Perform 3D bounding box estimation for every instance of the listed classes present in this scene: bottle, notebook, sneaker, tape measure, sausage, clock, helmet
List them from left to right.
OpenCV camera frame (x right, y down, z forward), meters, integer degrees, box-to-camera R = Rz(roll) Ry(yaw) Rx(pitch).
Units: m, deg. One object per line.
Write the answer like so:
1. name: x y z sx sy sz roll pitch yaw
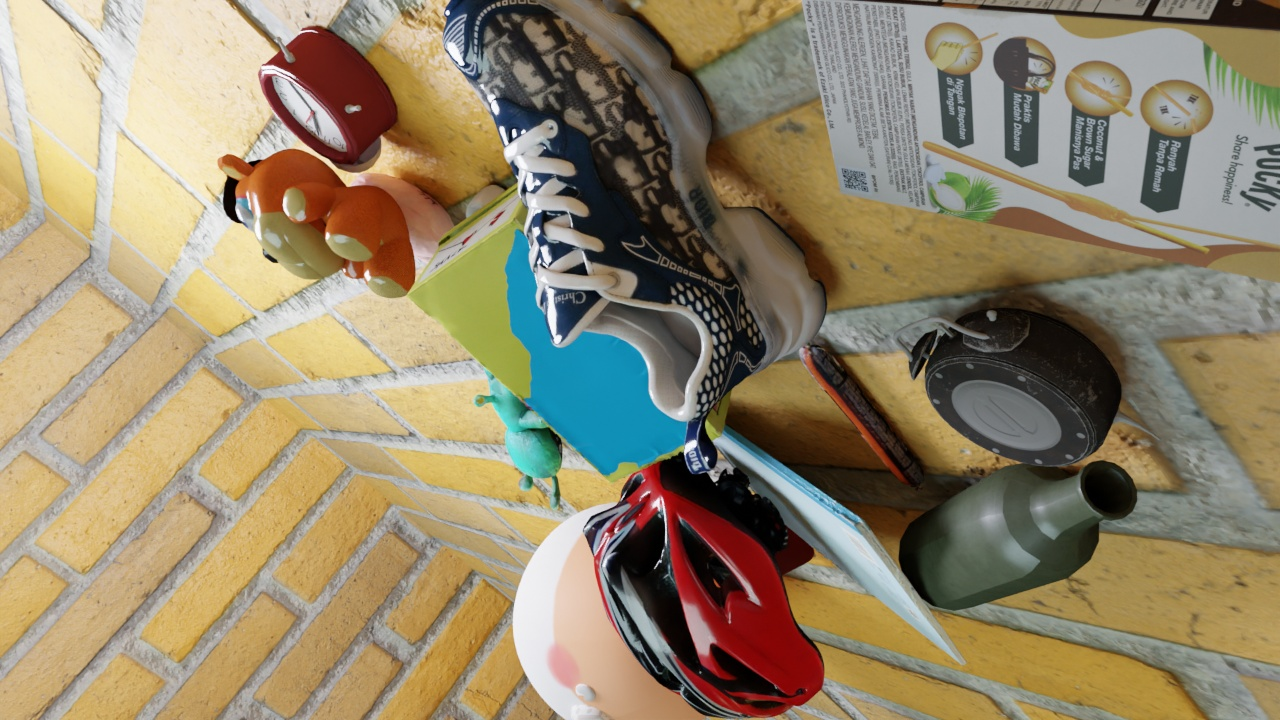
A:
1. clock: -0.236 -0.192 0.692 0.096 0.048 0.138 41 156 -9
2. sneaker: -0.018 -0.068 0.480 0.269 0.132 0.103 49 146 -19
3. helmet: 0.060 0.202 0.796 0.272 0.167 0.217 59 176 -32
4. tape measure: 0.133 0.180 0.888 0.051 0.059 0.019 63 163 15
5. notebook: 0.133 0.124 0.727 0.181 0.009 0.253 50 172 -31
6. sausage: 0.151 0.039 0.617 0.155 0.020 0.020 47 156 -24
7. bottle: 0.229 0.106 0.566 0.071 0.071 0.207 34 158 7
8. clock: 0.190 0.008 0.467 0.123 0.043 0.091 40 158 -8

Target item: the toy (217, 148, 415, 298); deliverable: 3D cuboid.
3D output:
1. toy: -0.252 -0.112 0.713 0.176 0.096 0.112 36 169 25

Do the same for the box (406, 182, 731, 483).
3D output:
1. box: -0.042 -0.018 0.661 0.125 0.079 0.221 -29 119 35

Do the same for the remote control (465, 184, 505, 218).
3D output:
1. remote control: -0.082 -0.087 0.700 0.114 0.028 0.060 40 158 -11

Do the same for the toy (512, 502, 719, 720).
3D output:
1. toy: -0.002 0.296 1.034 0.282 0.264 0.263 -14 125 46

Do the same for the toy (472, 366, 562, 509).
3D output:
1. toy: -0.131 0.066 0.981 0.131 0.072 0.193 17 131 54

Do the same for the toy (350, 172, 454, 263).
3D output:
1. toy: -0.198 -0.115 0.789 0.108 0.053 0.105 30 168 15

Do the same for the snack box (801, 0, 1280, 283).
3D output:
1. snack box: 0.156 -0.092 0.336 0.186 0.031 0.101 20 153 34
